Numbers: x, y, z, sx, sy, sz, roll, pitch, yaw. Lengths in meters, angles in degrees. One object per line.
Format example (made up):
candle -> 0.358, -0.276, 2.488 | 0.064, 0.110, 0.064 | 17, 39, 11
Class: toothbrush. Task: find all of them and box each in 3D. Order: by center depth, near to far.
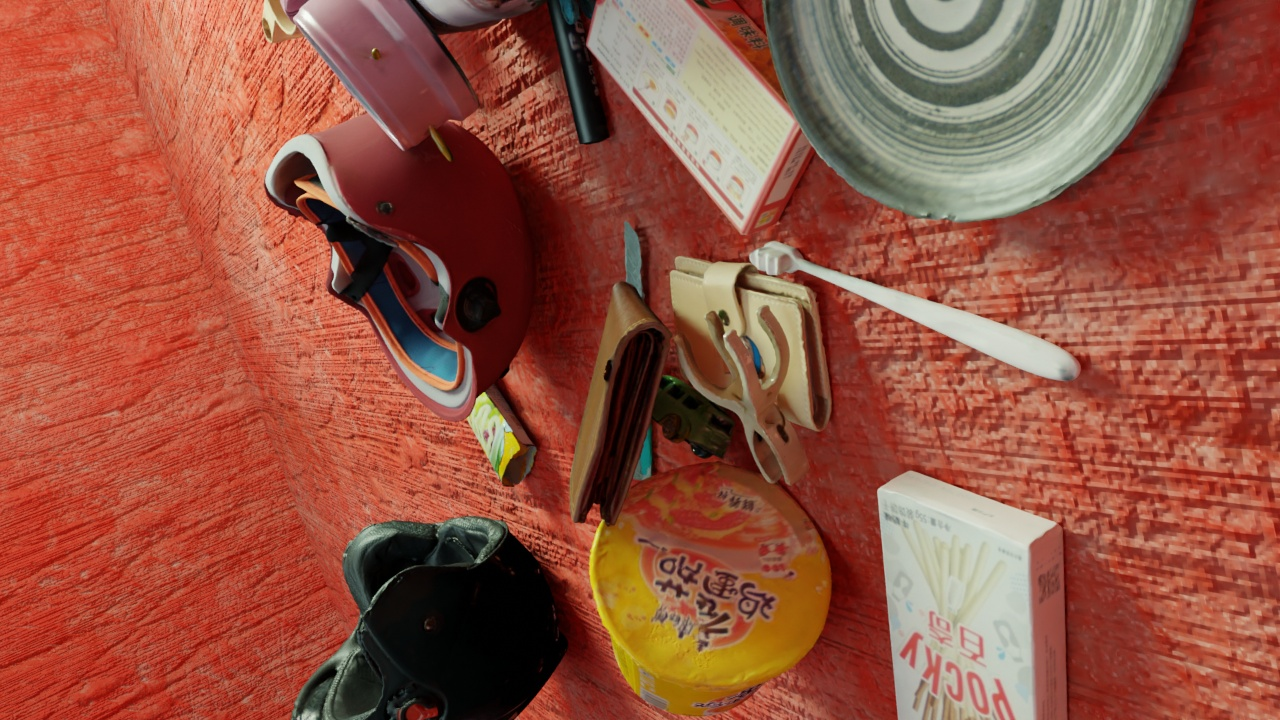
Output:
toothbrush -> 0.115, -0.026, 0.420 | 0.180, 0.016, 0.016 | 30, 137, 47

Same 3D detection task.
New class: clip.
clip -> 0.052, 0.015, 0.496 | 0.093, 0.034, 0.103 | 25, 141, 41
clip -> -0.042, -0.226, 0.536 | 0.014, 0.043, 0.056 | 7, 116, 60

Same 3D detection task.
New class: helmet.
helmet -> -0.158, -0.085, 0.710 | 0.207, 0.143, 0.240 | 15, 137, 50
helmet -> -0.210, 0.288, 0.930 | 0.230, 0.274, 0.234 | 46, 167, -17

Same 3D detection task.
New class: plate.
plate -> 0.113, -0.140, 0.333 | 0.179, 0.024, 0.180 | 35, 137, 41

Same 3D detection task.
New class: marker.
marker -> -0.044, -0.198, 0.560 | 0.022, 0.020, 0.132 | 2, 112, 46

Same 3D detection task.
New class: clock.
clock -> -0.171, -0.200, 0.587 | 0.158, 0.060, 0.117 | 47, 175, 36

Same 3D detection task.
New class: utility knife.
utility knife -> -0.004, 0.004, 0.641 | 0.029, 0.013, 0.217 | 35, 138, 43

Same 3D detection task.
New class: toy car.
toy car -> 0.021, 0.031, 0.588 | 0.091, 0.036, 0.043 | 30, 180, 40

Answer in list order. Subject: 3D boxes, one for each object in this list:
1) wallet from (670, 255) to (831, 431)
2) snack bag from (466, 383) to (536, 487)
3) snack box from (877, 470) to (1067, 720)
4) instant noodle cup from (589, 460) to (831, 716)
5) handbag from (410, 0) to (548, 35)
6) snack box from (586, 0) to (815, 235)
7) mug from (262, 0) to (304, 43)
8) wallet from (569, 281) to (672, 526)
wallet -> 0.057, -0.014, 0.519 | 0.115, 0.024, 0.087 | 23, 128, 53
snack bag -> -0.164, 0.028, 0.903 | 0.191, 0.038, 0.110 | 56, 160, 21
snack box -> 0.162, 0.137, 0.447 | 0.085, 0.026, 0.157 | 19, 125, 53
instant noodle cup -> 0.038, 0.149, 0.563 | 0.138, 0.137, 0.110 | 50, 156, 28
handbag -> -0.110, -0.262, 0.517 | 0.197, 0.098, 0.145 | 37, 149, 65
snack box -> 0.029, -0.146, 0.468 | 0.155, 0.027, 0.077 | 55, 148, 21
mug -> -0.244, -0.301, 0.733 | 0.084, 0.103, 0.125 | 65, 151, 4
wallet -> -0.016, 0.023, 0.536 | 0.101, 0.032, 0.125 | -113, 37, -74
